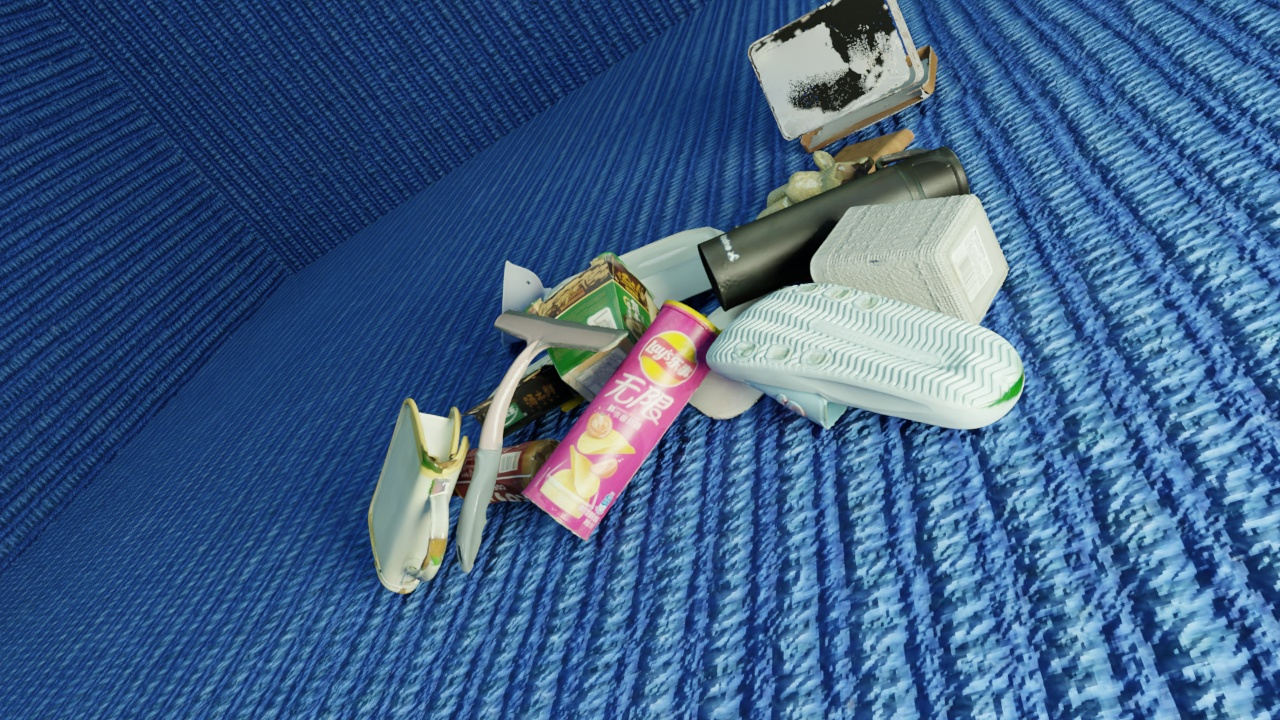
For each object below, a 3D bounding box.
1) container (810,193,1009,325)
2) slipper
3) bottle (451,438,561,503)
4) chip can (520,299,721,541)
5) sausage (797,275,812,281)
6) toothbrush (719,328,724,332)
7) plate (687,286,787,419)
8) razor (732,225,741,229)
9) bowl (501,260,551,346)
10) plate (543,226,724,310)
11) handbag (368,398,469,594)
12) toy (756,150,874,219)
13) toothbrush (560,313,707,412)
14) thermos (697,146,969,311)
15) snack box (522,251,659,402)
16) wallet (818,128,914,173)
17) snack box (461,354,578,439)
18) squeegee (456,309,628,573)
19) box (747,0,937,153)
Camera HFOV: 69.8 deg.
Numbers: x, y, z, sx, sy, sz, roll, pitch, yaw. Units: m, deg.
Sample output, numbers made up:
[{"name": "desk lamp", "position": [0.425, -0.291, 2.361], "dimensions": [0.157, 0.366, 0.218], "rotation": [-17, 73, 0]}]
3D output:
[{"name": "container", "position": [0.215, -0.073, 0.726], "dimensions": [0.114, 0.090, 0.090], "rotation": [-1, 42, 49]}, {"name": "slipper", "position": [0.161, 0.004, 0.682], "dimensions": [0.246, 0.074, 0.103], "rotation": [15, 53, 42]}, {"name": "bottle", "position": [-0.138, 0.112, 0.910], "dimensions": [0.175, 0.057, 0.057], "rotation": [-11, 34, 46]}, {"name": "chip can", "position": [-0.012, 0.050, 0.788], "dimensions": [0.210, 0.071, 0.071], "rotation": [-53, 26, -10]}, {"name": "sausage", "position": [0.152, -0.088, 0.927], "dimensions": [0.156, 0.020, 0.020], "rotation": [-7, 37, 49]}, {"name": "toothbrush", "position": [0.100, -0.030, 0.810], "dimensions": [0.192, 0.016, 0.018], "rotation": [-5, 32, 48]}, {"name": "plate", "position": [0.098, -0.022, 0.862], "dimensions": [0.164, 0.034, 0.164], "rotation": [-40, 24, -7]}, {"name": "razor", "position": [0.128, -0.135, 1.046], "dimensions": [0.042, 0.022, 0.142], "rotation": [-7, 18, -8]}, {"name": "bowl", "position": [-0.155, -0.076, 1.262], "dimensions": [0.064, 0.118, 0.118], "rotation": [3, 26, -5]}, {"name": "plate", "position": [-0.007, -0.095, 1.074], "dimensions": [0.266, 0.034, 0.161], "rotation": [-21, 24, 5]}, {"name": "handbag", "position": [-0.204, 0.145, 0.867], "dimensions": [0.164, 0.063, 0.178], "rotation": [-67, 29, 26]}, {"name": "toy", "position": [0.186, -0.178, 1.004], "dimensions": [0.158, 0.066, 0.105], "rotation": [-12, 40, 57]}, {"name": "toothbrush", "position": [-0.006, 0.006, 0.980], "dimensions": [0.190, 0.016, 0.015], "rotation": [-32, 25, 15]}, {"name": "thermos", "position": [0.174, -0.129, 0.854], "dimensions": [0.242, 0.068, 0.090], "rotation": [-23, 42, 0]}, {"name": "snack box", "position": [-0.035, -0.018, 0.920], "dimensions": [0.118, 0.117, 0.105], "rotation": [-35, 40, 15]}, {"name": "wallet", "position": [0.243, -0.223, 1.055], "dimensions": [0.101, 0.020, 0.115], "rotation": [-44, 21, -19]}, {"name": "snack box", "position": [-0.121, 0.033, 1.013], "dimensions": [0.113, 0.053, 0.125], "rotation": [-31, 12, 16]}, {"name": "squeegee", "position": [-0.128, 0.071, 0.834], "dimensions": [0.248, 0.040, 0.249], "rotation": [12, 82, 57]}, {"name": "box", "position": [0.267, -0.369, 1.160], "dimensions": [0.183, 0.156, 0.192], "rotation": [-20, 12, 29]}]
